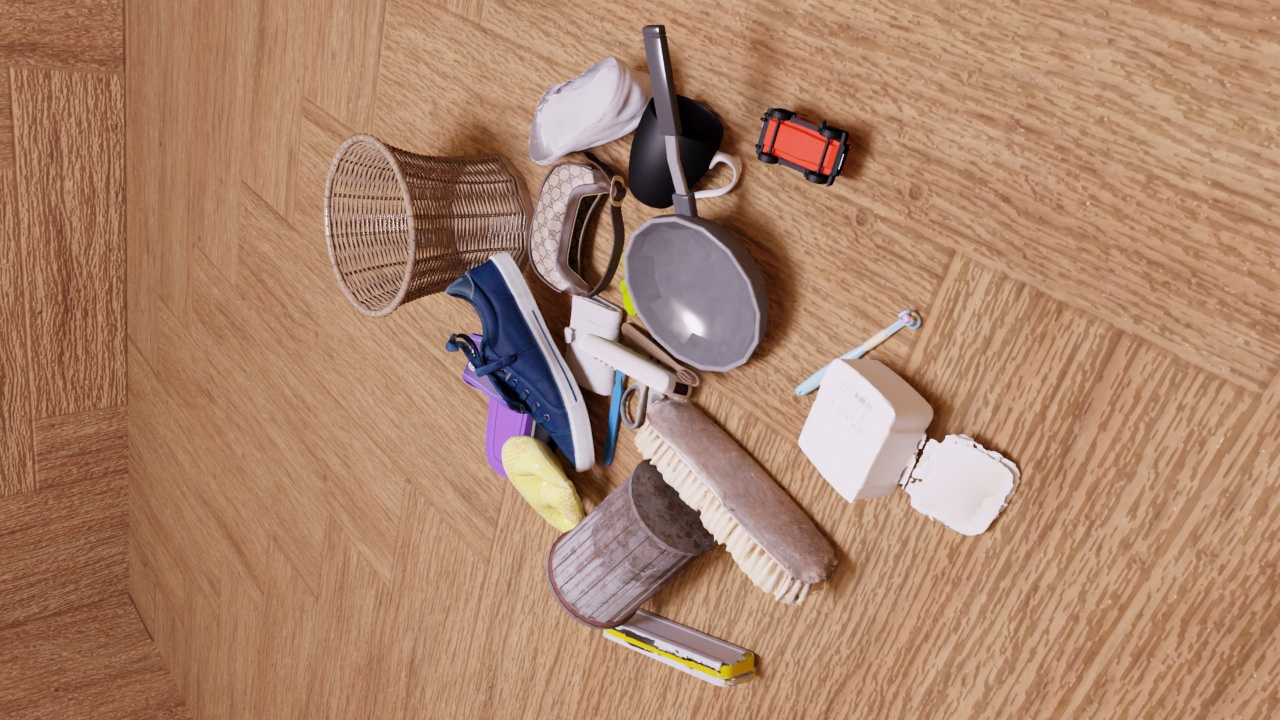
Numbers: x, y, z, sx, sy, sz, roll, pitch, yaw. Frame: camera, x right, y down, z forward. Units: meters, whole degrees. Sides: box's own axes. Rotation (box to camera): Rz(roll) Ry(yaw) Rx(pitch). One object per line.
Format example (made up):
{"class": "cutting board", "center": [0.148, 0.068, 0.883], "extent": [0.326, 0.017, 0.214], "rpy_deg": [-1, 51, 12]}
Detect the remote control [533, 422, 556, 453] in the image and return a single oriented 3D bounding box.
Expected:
{"class": "remote control", "center": [-0.135, 0.115, 1.251], "extent": [0.041, 0.020, 0.152], "rpy_deg": [30, 121, 38]}

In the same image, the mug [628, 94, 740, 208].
{"class": "mug", "center": [0.044, -0.204, 0.960], "extent": [0.119, 0.084, 0.100], "rpy_deg": [32, 132, 4]}

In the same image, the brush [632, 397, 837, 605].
{"class": "brush", "center": [0.094, 0.140, 0.966], "extent": [0.271, 0.083, 0.057], "rpy_deg": [45, 129, 30]}

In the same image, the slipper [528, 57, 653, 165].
{"class": "slipper", "center": [-0.062, -0.281, 1.046], "extent": [0.247, 0.074, 0.112], "rpy_deg": [-4, 66, 58]}

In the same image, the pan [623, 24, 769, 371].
{"class": "pan", "center": [0.046, -0.150, 0.910], "extent": [0.179, 0.041, 0.358], "rpy_deg": [17, 131, 39]}

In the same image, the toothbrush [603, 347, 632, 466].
{"class": "toothbrush", "center": [-0.028, 0.058, 1.134], "extent": [0.016, 0.014, 0.167], "rpy_deg": [32, 125, 38]}

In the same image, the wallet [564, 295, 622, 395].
{"class": "wallet", "center": [-0.061, -0.021, 1.136], "extent": [0.086, 0.032, 0.116], "rpy_deg": [23, 115, 40]}

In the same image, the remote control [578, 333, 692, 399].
{"class": "remote control", "center": [-0.006, 0.006, 1.045], "extent": [0.138, 0.060, 0.025], "rpy_deg": [28, 95, 32]}

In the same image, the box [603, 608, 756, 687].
{"class": "box", "center": [0.041, 0.334, 1.079], "extent": [0.210, 0.064, 0.033], "rpy_deg": [4, 92, 46]}

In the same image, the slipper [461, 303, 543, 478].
{"class": "slipper", "center": [-0.196, 0.039, 1.253], "extent": [0.107, 0.083, 0.267], "rpy_deg": [24, 115, 42]}

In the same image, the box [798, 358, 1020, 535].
{"class": "box", "center": [0.229, 0.082, 0.817], "extent": [0.190, 0.083, 0.111], "rpy_deg": [39, 126, 33]}

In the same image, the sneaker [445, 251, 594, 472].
{"class": "sneaker", "center": [-0.156, 0.019, 1.139], "extent": [0.294, 0.127, 0.121], "rpy_deg": [63, 165, -1]}

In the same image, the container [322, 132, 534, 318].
{"class": "container", "center": [-0.275, -0.180, 1.208], "extent": [0.227, 0.195, 0.227], "rpy_deg": [12, 107, 45]}

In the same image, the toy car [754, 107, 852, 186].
{"class": "toy car", "center": [0.153, -0.201, 0.856], "extent": [0.100, 0.048, 0.051], "rpy_deg": [34, 121, 37]}

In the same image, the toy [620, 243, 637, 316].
{"class": "toy", "center": [0.004, -0.096, 1.049], "extent": [0.094, 0.036, 0.093], "rpy_deg": [2, 105, 53]}

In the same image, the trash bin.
{"class": "trash bin", "center": [-0.013, 0.216, 1.063], "extent": [0.212, 0.130, 0.130], "rpy_deg": [-48, 64, 39]}

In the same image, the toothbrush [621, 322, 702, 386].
{"class": "toothbrush", "center": [0.020, -0.008, 1.037], "extent": [0.167, 0.016, 0.016], "rpy_deg": [39, 118, 52]}

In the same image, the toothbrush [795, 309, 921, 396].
{"class": "toothbrush", "center": [0.202, -0.003, 0.871], "extent": [0.022, 0.016, 0.155], "rpy_deg": [38, 134, -12]}

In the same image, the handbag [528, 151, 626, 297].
{"class": "handbag", "center": [-0.066, -0.158, 1.089], "extent": [0.138, 0.063, 0.167], "rpy_deg": [36, 117, 36]}

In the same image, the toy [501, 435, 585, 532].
{"class": "toy", "center": [-0.123, 0.159, 1.188], "extent": [0.155, 0.064, 0.170], "rpy_deg": [30, 152, 43]}

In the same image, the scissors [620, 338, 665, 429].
{"class": "scissors", "center": [0.022, 0.019, 1.072], "extent": [0.131, 0.012, 0.170], "rpy_deg": [55, 128, 24]}
